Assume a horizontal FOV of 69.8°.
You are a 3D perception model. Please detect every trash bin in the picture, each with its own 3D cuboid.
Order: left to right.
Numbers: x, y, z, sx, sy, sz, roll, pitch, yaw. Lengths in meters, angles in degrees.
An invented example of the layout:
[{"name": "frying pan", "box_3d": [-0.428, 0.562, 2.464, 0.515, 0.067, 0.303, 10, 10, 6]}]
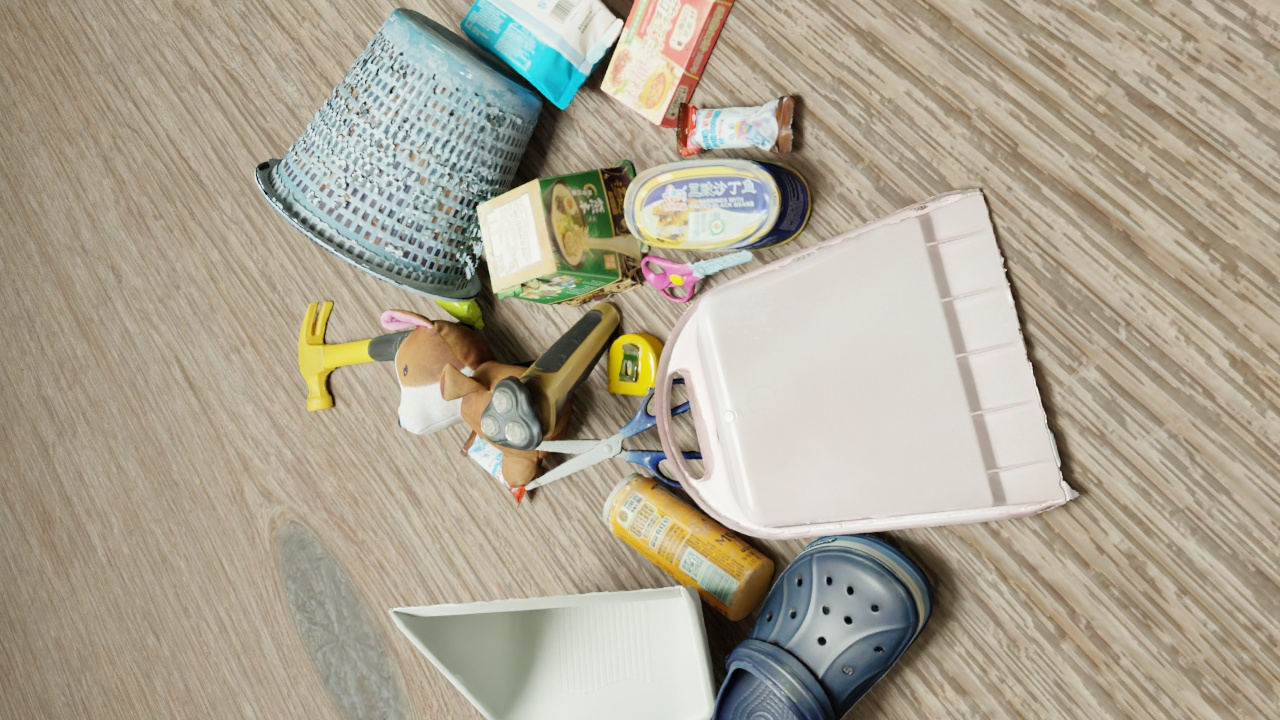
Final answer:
[{"name": "trash bin", "box_3d": [-0.197, -0.194, 0.832, 0.226, 0.226, 0.195, 43, 107, 27]}]

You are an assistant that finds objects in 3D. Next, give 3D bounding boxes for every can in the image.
[{"name": "can", "box_3d": [0.038, 0.153, 0.765, 0.146, 0.058, 0.058, 31, 113, 32]}, {"name": "can", "box_3d": [0.057, -0.121, 0.722, 0.148, 0.049, 0.074, 6, 98, 38]}]

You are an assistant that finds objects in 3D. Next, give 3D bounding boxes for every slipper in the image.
[{"name": "slipper", "box_3d": [0.115, 0.233, 0.693, 0.105, 0.095, 0.253, 41, 122, 25]}]

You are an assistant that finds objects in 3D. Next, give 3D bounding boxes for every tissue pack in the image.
[{"name": "tissue pack", "box_3d": [-0.086, -0.288, 0.798, 0.140, 0.063, 0.090, 41, 98, 27]}]

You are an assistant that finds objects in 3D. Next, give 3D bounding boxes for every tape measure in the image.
[{"name": "tape measure", "box_3d": [-0.005, 0.005, 0.801, 0.060, 0.028, 0.057, 3, 97, 38]}]

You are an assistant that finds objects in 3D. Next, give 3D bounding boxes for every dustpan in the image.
[{"name": "dustpan", "box_3d": [-0.045, 0.259, 0.739, 0.223, 0.258, 0.142, -7, 76, 9]}, {"name": "dustpan", "box_3d": [0.139, 0.019, 0.682, 0.273, 0.139, 0.222, -11, 83, 6]}]

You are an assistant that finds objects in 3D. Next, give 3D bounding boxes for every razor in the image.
[{"name": "razor", "box_3d": [-0.070, 0.007, 0.780, 0.062, 0.167, 0.068, 10, 135, 33]}]

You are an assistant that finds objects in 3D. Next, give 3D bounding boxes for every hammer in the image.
[{"name": "hammer", "box_3d": [-0.294, -0.013, 1.029, 0.301, 0.032, 0.129, -6, 93, 39]}]

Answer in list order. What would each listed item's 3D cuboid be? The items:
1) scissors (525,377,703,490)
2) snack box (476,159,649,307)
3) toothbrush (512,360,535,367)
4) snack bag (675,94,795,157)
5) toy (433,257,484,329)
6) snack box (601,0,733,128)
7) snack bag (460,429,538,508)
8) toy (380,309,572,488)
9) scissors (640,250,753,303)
[{"name": "scissors", "box_3d": [-0.015, 0.065, 0.772, 0.166, 0.012, 0.155, 24, 89, 2]}, {"name": "snack box", "box_3d": [-0.072, -0.108, 0.792, 0.118, 0.105, 0.117, -14, 86, 38]}, {"name": "toothbrush", "box_3d": [-0.147, 0.012, 0.926, 0.186, 0.017, 0.012, -9, 87, 37]}, {"name": "snack bag", "box_3d": [0.073, -0.181, 0.717, 0.105, 0.026, 0.045, 7, 90, 35]}, {"name": "toy", "box_3d": [-0.196, -0.073, 0.920, 0.031, 0.096, 0.100, -44, 35, -1]}, {"name": "snack box", "box_3d": [0.028, -0.274, 0.743, 0.075, 0.025, 0.153, 40, 118, 28]}, {"name": "snack bag", "box_3d": [-0.142, 0.102, 0.925, 0.104, 0.026, 0.048, 38, 104, 29]}, {"name": "toy", "box_3d": [-0.164, 0.033, 0.864, 0.199, 0.130, 0.140, 39, 154, 23]}, {"name": "scissors", "box_3d": [0.047, -0.072, 0.725, 0.054, 0.017, 0.134, 46, 154, -20]}]
